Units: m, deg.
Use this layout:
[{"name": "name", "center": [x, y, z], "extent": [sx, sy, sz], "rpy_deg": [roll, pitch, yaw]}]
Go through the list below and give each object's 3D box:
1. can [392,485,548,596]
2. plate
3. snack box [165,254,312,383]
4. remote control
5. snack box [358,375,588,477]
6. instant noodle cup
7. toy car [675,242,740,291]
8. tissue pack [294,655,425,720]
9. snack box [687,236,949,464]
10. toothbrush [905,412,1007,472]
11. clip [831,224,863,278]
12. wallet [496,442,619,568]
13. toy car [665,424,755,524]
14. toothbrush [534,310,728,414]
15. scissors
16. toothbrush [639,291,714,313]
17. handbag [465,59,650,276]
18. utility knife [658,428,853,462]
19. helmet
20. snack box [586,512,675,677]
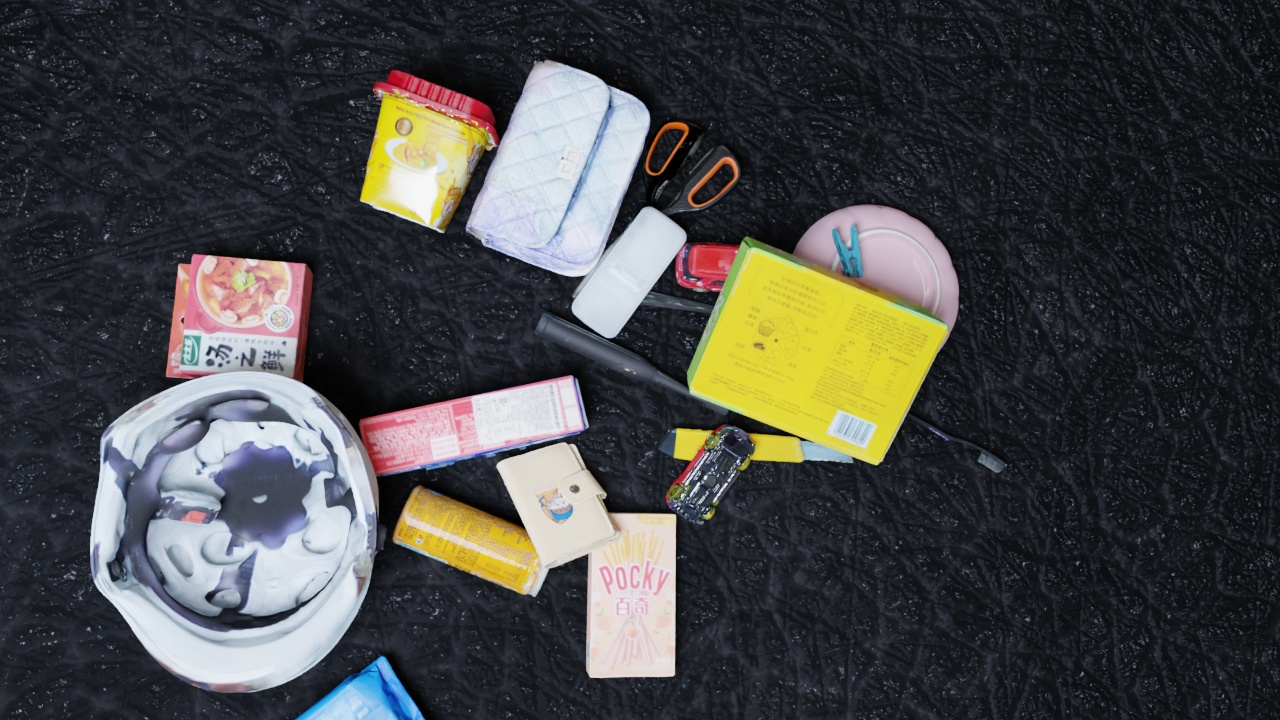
[{"name": "can", "center": [-0.157, 0.171, 0.868], "extent": [0.146, 0.058, 0.058], "rpy_deg": [24, 81, -5]}, {"name": "plate", "center": [0.250, -0.075, 0.965], "extent": [0.192, 0.039, 0.192], "rpy_deg": [1, 84, -8]}, {"name": "snack box", "center": [-0.382, -0.038, 0.865], "extent": [0.127, 0.044, 0.113], "rpy_deg": [3, 83, -8]}, {"name": "remote control", "center": [-0.011, -0.089, 0.923], "extent": [0.056, 0.020, 0.136], "rpy_deg": [36, 86, -3]}, {"name": "snack box", "center": [-0.158, 0.064, 0.881], "extent": [0.207, 0.057, 0.058], "rpy_deg": [-12, 83, -9]}, {"name": "instant noodle cup", "center": [-0.208, -0.195, 0.881], "extent": [0.116, 0.116, 0.123], "rpy_deg": [20, 92, -6]}, {"name": "toy car", "center": [0.097, -0.094, 0.943], "extent": [0.120, 0.045, 0.053], "rpy_deg": [4, 84, -10]}, {"name": "tissue pack", "center": [-0.274, 0.351, 0.834], "extent": [0.157, 0.052, 0.095], "rpy_deg": [-37, 92, -10]}, {"name": "snack box", "center": [0.169, -0.010, 0.904], "extent": [0.210, 0.070, 0.158], "rpy_deg": [21, 105, -5]}, {"name": "toothbrush", "center": [0.305, 0.072, 0.971], "extent": [0.189, 0.014, 0.017], "rpy_deg": [28, 93, -4]}, {"name": "clip", "center": [0.214, -0.110, 0.936], "extent": [0.040, 0.014, 0.056], "rpy_deg": [-13, 86, -9]}, {"name": "wallet", "center": [-0.076, 0.133, 0.877], "extent": [0.087, 0.024, 0.115], "rpy_deg": [-15, 57, -27]}, {"name": "toy car", "center": [0.070, 0.111, 0.914], "extent": [0.049, 0.031, 0.106], "rpy_deg": [33, 96, -19]}, {"name": "toothbrush", "center": [-0.005, 0.005, 0.927], "extent": [0.212, 0.027, 0.026], "rpy_deg": [25, 125, -6]}, {"name": "scissors", "center": [-0.001, -0.156, 0.952], "extent": [0.234, 0.022, 0.162], "rpy_deg": [-28, 82, -4]}, {"name": "toothbrush", "center": [0.065, -0.055, 0.949], "extent": [0.181, 0.018, 0.015], "rpy_deg": [10, 85, -6]}, {"name": "handbag", "center": [-0.077, -0.190, 0.911], "extent": [0.134, 0.076, 0.193], "rpy_deg": [20, 80, -1]}, {"name": "utility knife", "center": [0.120, 0.091, 0.940], "extent": [0.206, 0.015, 0.033], "rpy_deg": [5, 104, -8]}, {"name": "helmet", "center": [-0.336, 0.138, 0.802], "extent": [0.229, 0.146, 0.258], "rpy_deg": [-11, 93, -7]}, {"name": "snack box", "center": [-0.009, 0.228, 0.900], "extent": [0.084, 0.026, 0.157], "rpy_deg": [2, 84, -8]}]
